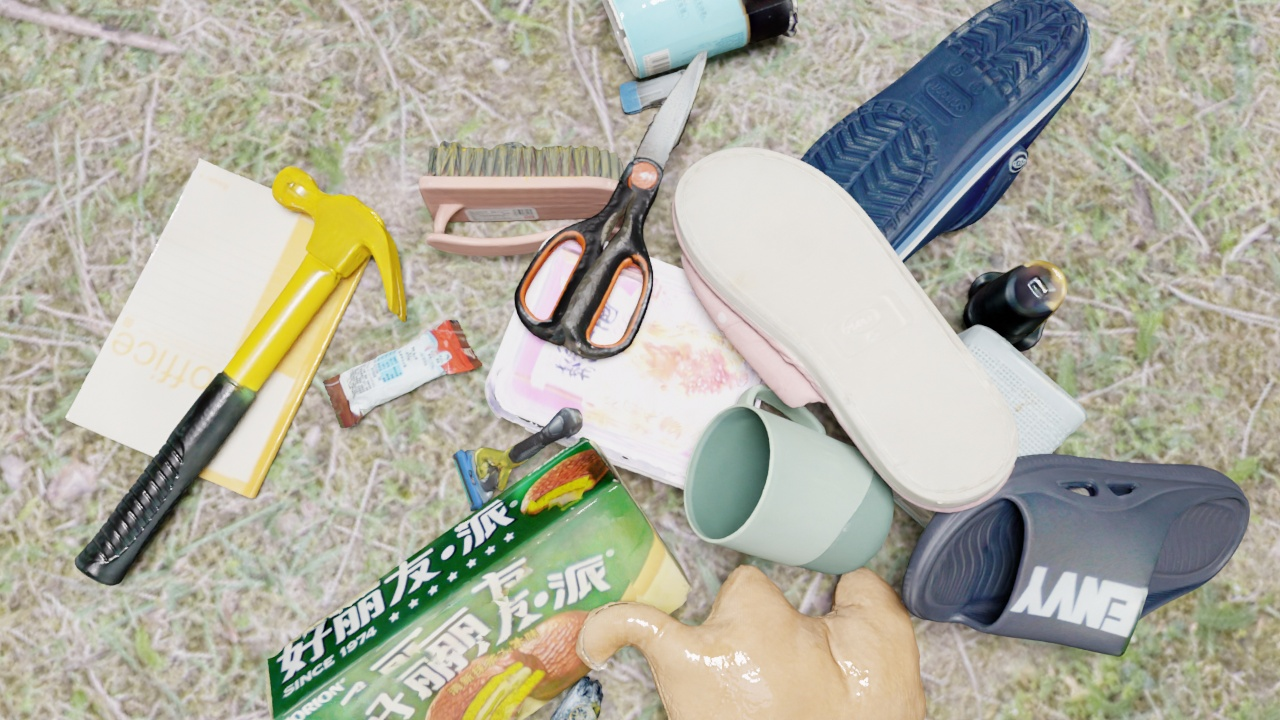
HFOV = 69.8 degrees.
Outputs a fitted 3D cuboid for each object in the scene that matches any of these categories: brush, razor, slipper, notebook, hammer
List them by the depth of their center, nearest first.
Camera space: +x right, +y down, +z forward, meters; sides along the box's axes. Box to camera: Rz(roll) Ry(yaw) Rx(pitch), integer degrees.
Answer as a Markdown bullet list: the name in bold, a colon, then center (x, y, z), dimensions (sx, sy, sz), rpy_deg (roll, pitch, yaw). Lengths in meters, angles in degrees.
- **slipper**: center (0.286, 0.118, 0.554), dimensions (0.267, 0.083, 0.111), rpy_deg (-1, 112, -22)
- **slipper**: center (0.118, -0.024, 0.563), dimensions (0.114, 0.054, 0.274), rpy_deg (-35, 69, -8)
- **razor**: center (0.243, -0.040, 0.581), dimensions (0.068, 0.167, 0.062), rpy_deg (-33, 80, 12)
- **razor**: center (-0.076, 0.057, 0.590), dimensions (0.022, 0.143, 0.042), rpy_deg (-16, 78, -43)
- **hammer**: center (-0.270, 0.016, 0.617), dimensions (0.129, 0.033, 0.300), rpy_deg (33, 83, 11)
- **slipper**: center (0.200, -0.139, 0.637), dimensions (0.253, 0.095, 0.105), rpy_deg (-47, 49, 11)
- **brush**: center (-0.077, -0.110, 0.641), dimensions (0.145, 0.063, 0.073), rpy_deg (0, 76, -3)
- **notebook**: center (-0.292, -0.025, 0.648), dimensions (0.146, 0.010, 0.206), rpy_deg (23, 81, 3)

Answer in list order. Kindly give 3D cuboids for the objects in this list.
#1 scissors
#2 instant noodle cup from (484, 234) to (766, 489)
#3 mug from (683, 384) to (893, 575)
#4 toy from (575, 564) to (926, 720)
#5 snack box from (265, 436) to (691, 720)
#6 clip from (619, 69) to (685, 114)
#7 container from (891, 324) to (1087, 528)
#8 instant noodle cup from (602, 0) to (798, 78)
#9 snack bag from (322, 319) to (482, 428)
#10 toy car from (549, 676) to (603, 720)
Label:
- **scissors**: center (-0.017, -0.115, 0.603), dimensions (0.125, 0.022, 0.234), rpy_deg (6, 80, 0)
- **instant noodle cup**: center (-0.004, 0.004, 0.624), dimensions (0.173, 0.060, 0.138), rpy_deg (20, 81, 4)
- **mug**: center (0.092, 0.070, 0.563), dimensions (0.106, 0.082, 0.111), rpy_deg (20, 51, -28)
- **toy**: center (0.074, 0.198, 0.557), dimensions (0.225, 0.083, 0.143), rpy_deg (6, 66, -21)
- **snack box**: center (-0.095, 0.163, 0.567), dimensions (0.240, 0.063, 0.114), rpy_deg (-34, 124, -6)
- **clip**: center (0.013, -0.199, 0.682), dimensions (0.057, 0.028, 0.024), rpy_deg (-11, 78, 6)
- **container**: center (0.210, 0.051, 0.607), dimensions (0.090, 0.090, 0.111), rpy_deg (43, 85, 6)
- **instant noodle cup**: center (0.036, -0.261, 0.651), dimensions (0.120, 0.111, 0.111), rpy_deg (-22, 82, 3)
- **snack bag**: center (-0.166, 0.008, 0.636), dimensions (0.104, 0.026, 0.048), rpy_deg (-29, 62, -5)
- **toy car**: center (-0.053, 0.254, 0.587), dimensions (0.031, 0.049, 0.105), rpy_deg (22, 80, 6)
